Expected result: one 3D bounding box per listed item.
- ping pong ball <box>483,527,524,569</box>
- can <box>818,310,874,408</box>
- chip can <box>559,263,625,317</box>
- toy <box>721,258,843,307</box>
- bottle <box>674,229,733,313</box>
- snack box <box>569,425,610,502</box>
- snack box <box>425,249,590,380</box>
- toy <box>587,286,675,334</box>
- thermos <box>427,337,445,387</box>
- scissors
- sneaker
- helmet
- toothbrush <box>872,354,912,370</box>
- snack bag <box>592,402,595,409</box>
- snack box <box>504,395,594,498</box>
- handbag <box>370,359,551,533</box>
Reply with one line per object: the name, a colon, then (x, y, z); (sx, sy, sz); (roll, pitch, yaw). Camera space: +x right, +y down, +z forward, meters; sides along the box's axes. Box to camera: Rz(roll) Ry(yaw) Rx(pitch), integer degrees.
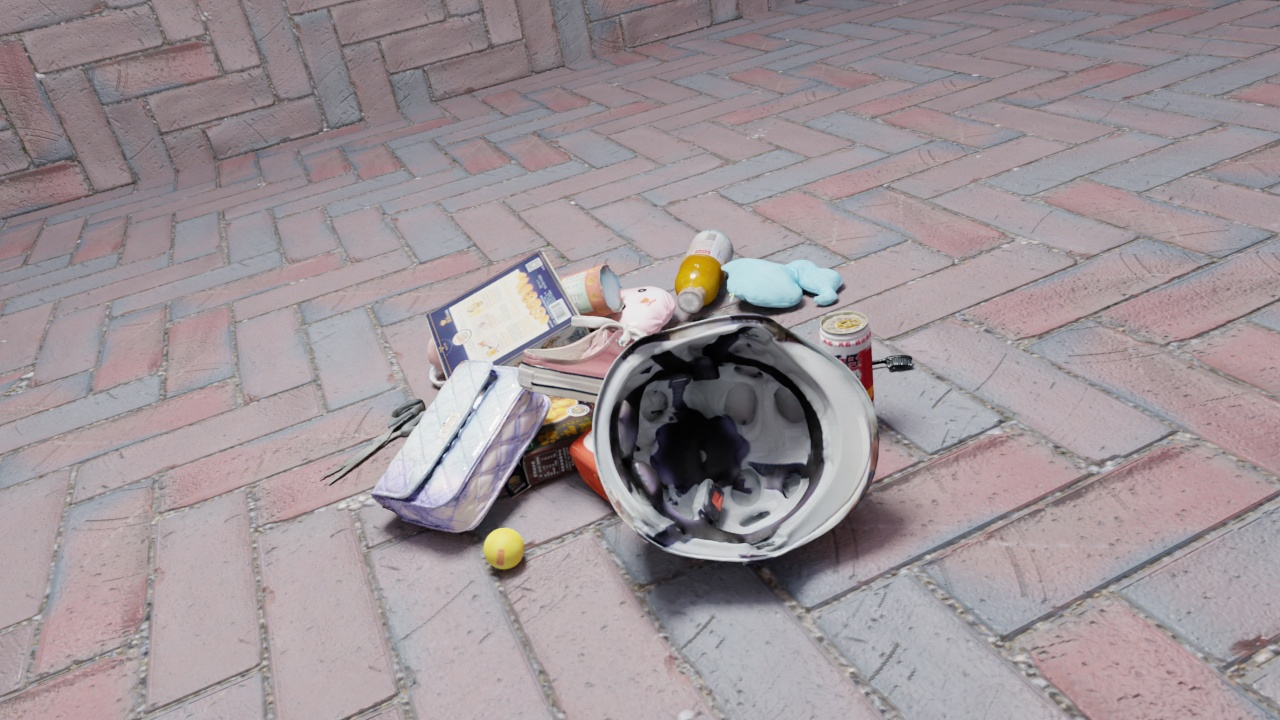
ping pong ball: (-0.135, 0.186, 0.907); (0.040, 0.040, 0.040); (-9, 29, 5)
can: (0.222, 0.016, 0.983); (0.053, 0.133, 0.053); (-9, 30, 5)
chip can: (-0.132, -0.073, 1.278); (0.215, 0.071, 0.071); (-15, 26, 24)
toy: (0.195, -0.109, 1.296); (0.155, 0.050, 0.161); (-28, 47, -34)
bottle: (0.091, -0.129, 1.351); (0.068, 0.068, 0.189); (-1, 31, 17)
snack box: (-0.024, 0.102, 0.979); (0.080, 0.082, 0.091); (-35, 34, -19)
snack box: (-0.172, -0.042, 1.176); (0.182, 0.046, 0.177); (-30, 43, -1)
toy: (-0.027, -0.066, 1.303); (0.160, 0.054, 0.121); (5, 35, 40)
thermos: (-0.198, 0.002, 1.236); (0.199, 0.067, 0.087); (4, 62, 25)
scissors: (-0.330, 0.099, 1.162); (0.170, 0.014, 0.150); (-18, 31, -5)
sneaker: (-0.020, 0.002, 1.012); (0.240, 0.088, 0.118); (8, 8, -34)
helmet: (0.079, 0.080, 0.878); (0.258, 0.229, 0.146); (-5, -9, -10)
toothbrush: (0.233, 0.015, 1.106); (0.189, 0.014, 0.017); (-9, 42, 6)
snack bag: (-0.007, 0.052, 1.111); (0.104, 0.026, 0.048); (-7, 27, 7)
snack box: (-0.109, 0.092, 1.061); (0.125, 0.053, 0.113); (-16, 29, -18)
handbag: (-0.194, 0.088, 1.003); (0.134, 0.075, 0.193); (1, 50, 39)
